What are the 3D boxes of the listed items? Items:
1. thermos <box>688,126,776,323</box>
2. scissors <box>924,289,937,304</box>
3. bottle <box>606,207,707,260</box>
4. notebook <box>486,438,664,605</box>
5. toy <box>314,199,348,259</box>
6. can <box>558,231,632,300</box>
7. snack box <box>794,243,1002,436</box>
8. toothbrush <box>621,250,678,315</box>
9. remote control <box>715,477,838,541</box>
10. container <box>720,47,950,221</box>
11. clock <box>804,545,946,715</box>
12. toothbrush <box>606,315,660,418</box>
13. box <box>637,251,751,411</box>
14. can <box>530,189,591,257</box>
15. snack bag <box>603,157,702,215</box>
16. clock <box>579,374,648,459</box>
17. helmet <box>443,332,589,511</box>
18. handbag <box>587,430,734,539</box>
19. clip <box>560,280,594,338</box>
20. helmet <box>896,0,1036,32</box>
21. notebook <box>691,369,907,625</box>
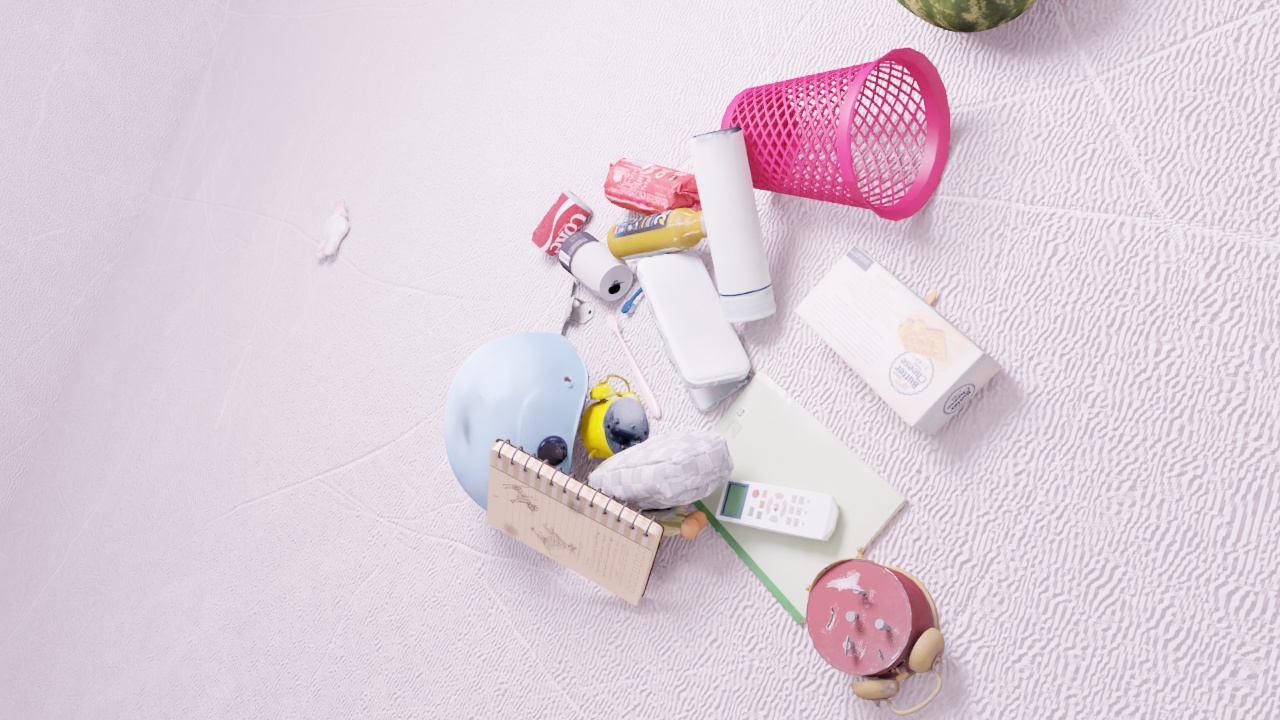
[{"bbox_3d":[0.112,-0.161,1.109,0.068,0.067,0.230,-2,107,38],"label":"thermos"},{"bbox_3d":[0.293,-0.027,1.025,0.125,0.011,0.129,-51,50,12],"label":"scissors"},{"bbox_3d":[0.036,-0.170,1.215,0.187,0.053,0.053,-5,69,45],"label":"bottle"},{"bbox_3d":[-0.086,0.193,1.095,0.225,0.168,0.024,26,46,13],"label":"notebook"},{"bbox_3d":[-0.612,-0.261,1.832,0.076,0.037,0.125,-1,69,42],"label":"toy"},{"bbox_3d":[-0.062,-0.134,1.319,0.064,0.064,0.127,-55,48,7],"label":"can"},{"bbox_3d":[0.273,-0.025,0.994,0.104,0.057,0.208,-50,50,14],"label":"snack box"},{"bbox_3d":[0.018,-0.118,1.283,0.135,0.017,0.021,-52,52,6],"label":"toothbrush"},{"bbox_3d":[0.155,0.168,1.030,0.144,0.024,0.049,4,71,39],"label":"remote control"},{"bbox_3d":[0.216,-0.265,1.090,0.226,0.183,0.183,15,82,49],"label":"container"},{"bbox_3d":[0.231,0.268,0.904,0.117,0.081,0.158,-43,51,17],"label":"clock"},{"bbox_3d":[-0.007,0.007,1.251,0.016,0.018,0.181,-40,54,21],"label":"toothbrush"},{"bbox_3d":[0.068,-0.030,1.197,0.107,0.110,0.216,-11,58,-13],"label":"box"},{"bbox_3d":[-0.123,-0.209,1.407,0.097,0.054,0.054,-51,49,10],"label":"can"},{"bbox_3d":[0.020,-0.235,1.284,0.176,0.082,0.082,25,88,43],"label":"snack bag"},{"bbox_3d":[-0.032,0.077,1.197,0.057,0.083,0.118,-6,70,44],"label":"clock"},{"bbox_3d":[-0.177,0.091,1.231,0.226,0.166,0.265,-176,89,-65],"label":"helmet"},{"bbox_3d":[0.031,0.150,1.079,0.172,0.112,0.123,-21,86,50],"label":"handbag"},{"bbox_3d":[-0.099,-0.075,1.349,0.054,0.038,0.101,-5,69,51],"label":"clip"},{"bbox_3d":[0.360,-0.494,1.015,0.213,0.247,0.242,-16,21,16],"label":"helmet"},{"bbox_3d":[0.160,0.149,1.060,0.182,0.010,0.252,-53,48,9],"label":"notebook"}]
